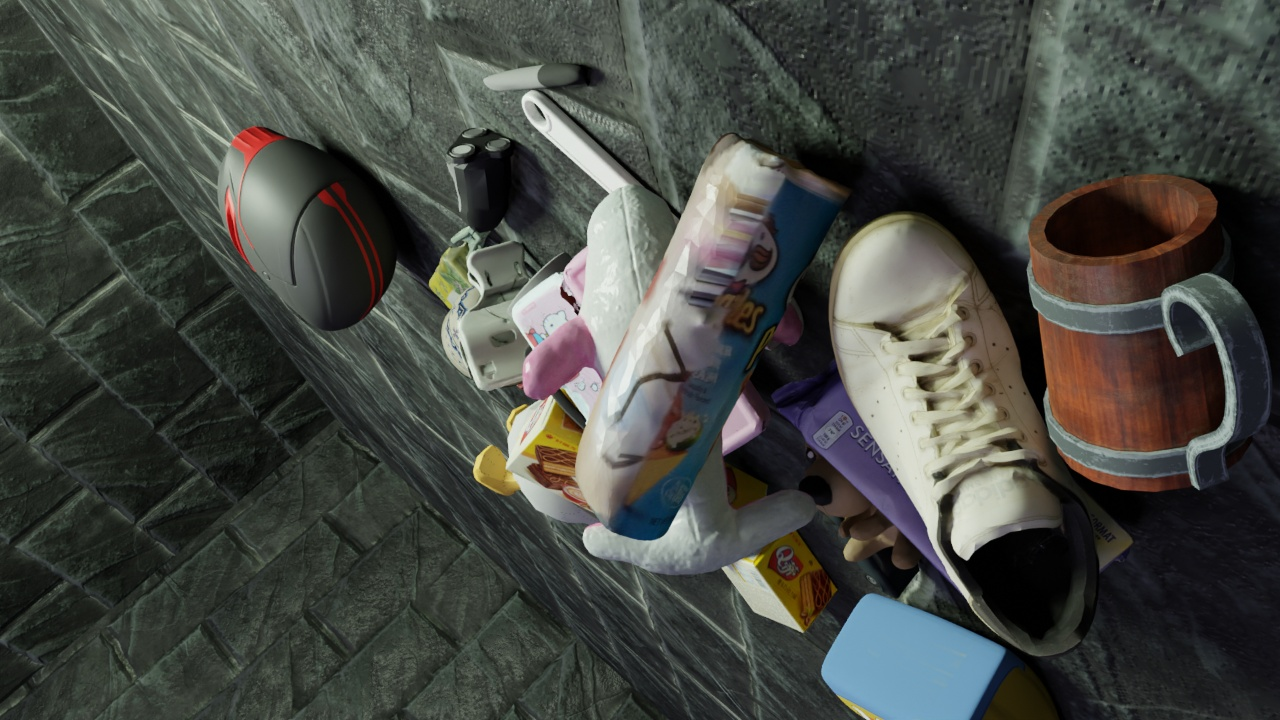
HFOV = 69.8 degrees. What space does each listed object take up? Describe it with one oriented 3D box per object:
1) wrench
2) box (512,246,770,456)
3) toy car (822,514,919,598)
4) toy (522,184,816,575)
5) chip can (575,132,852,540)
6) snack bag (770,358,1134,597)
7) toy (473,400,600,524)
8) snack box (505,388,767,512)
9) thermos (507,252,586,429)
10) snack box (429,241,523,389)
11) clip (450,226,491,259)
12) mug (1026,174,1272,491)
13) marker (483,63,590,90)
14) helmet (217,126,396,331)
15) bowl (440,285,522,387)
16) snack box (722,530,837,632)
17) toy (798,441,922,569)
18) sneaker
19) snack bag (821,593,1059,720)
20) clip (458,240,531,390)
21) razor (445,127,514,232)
[{"bbox_3d":[0.011,-0.105,0.668,0.273,0.018,0.066,43,158,9],"label":"wrench"},{"bbox_3d":[-0.005,0.005,0.744,0.155,0.044,0.201,-34,95,26],"label":"box"},{"bbox_3d":[0.190,0.145,0.744,0.112,0.046,0.034,53,159,-22],"label":"toy car"},{"bbox_3d":[0.023,0.012,0.638,0.128,0.187,0.265,37,-139,-76],"label":"toy"},{"bbox_3d":[0.031,-0.011,0.521,0.080,0.230,0.079,24,-165,-7],"label":"chip can"},{"bbox_3d":[0.183,0.064,0.544,0.205,0.096,0.058,46,-167,2],"label":"snack bag"},{"bbox_3d":[-0.063,0.105,1.037,0.268,0.140,0.247,-6,128,43],"label":"toy"},{"bbox_3d":[-0.003,0.113,0.887,0.230,0.061,0.110,28,144,-11],"label":"snack box"},{"bbox_3d":[-0.030,0.007,0.820,0.198,0.108,0.084,44,171,0],"label":"thermos"},{"bbox_3d":[-0.174,-0.049,1.073,0.181,0.045,0.121,49,158,-9],"label":"snack box"},{"bbox_3d":[-0.176,-0.129,0.967,0.035,0.023,0.075,50,157,-8],"label":"clip"},{"bbox_3d":[0.209,-0.003,0.369,0.117,0.081,0.111,-100,-14,-59],"label":"mug"},{"bbox_3d":[-0.077,-0.202,0.662,0.022,0.016,0.139,32,171,-36],"label":"marker"},{"bbox_3d":[-0.392,-0.152,1.131,0.170,0.163,0.265,19,138,29],"label":"helmet"},{"bbox_3d":[-0.147,-0.036,0.963,0.115,0.115,0.059,44,144,6],"label":"bowl"},{"bbox_3d":[0.137,0.217,0.950,0.106,0.061,0.084,55,157,-21],"label":"snack box"},{"bbox_3d":[0.159,0.081,0.629,0.134,0.105,0.108,-11,110,61],"label":"toy"},{"bbox_3d":[0.161,0.044,0.459,0.241,0.089,0.102,64,-162,-5],"label":"sneaker"},{"bbox_3d":[0.284,0.314,0.816,0.205,0.102,0.159,45,162,-29],"label":"snack bag"},{"bbox_3d":[-0.124,-0.041,0.908,0.092,0.125,0.151,101,146,-55],"label":"clip"},{"bbox_3d":[-0.142,-0.152,0.825,0.156,0.057,0.060,104,151,-65],"label":"razor"}]
